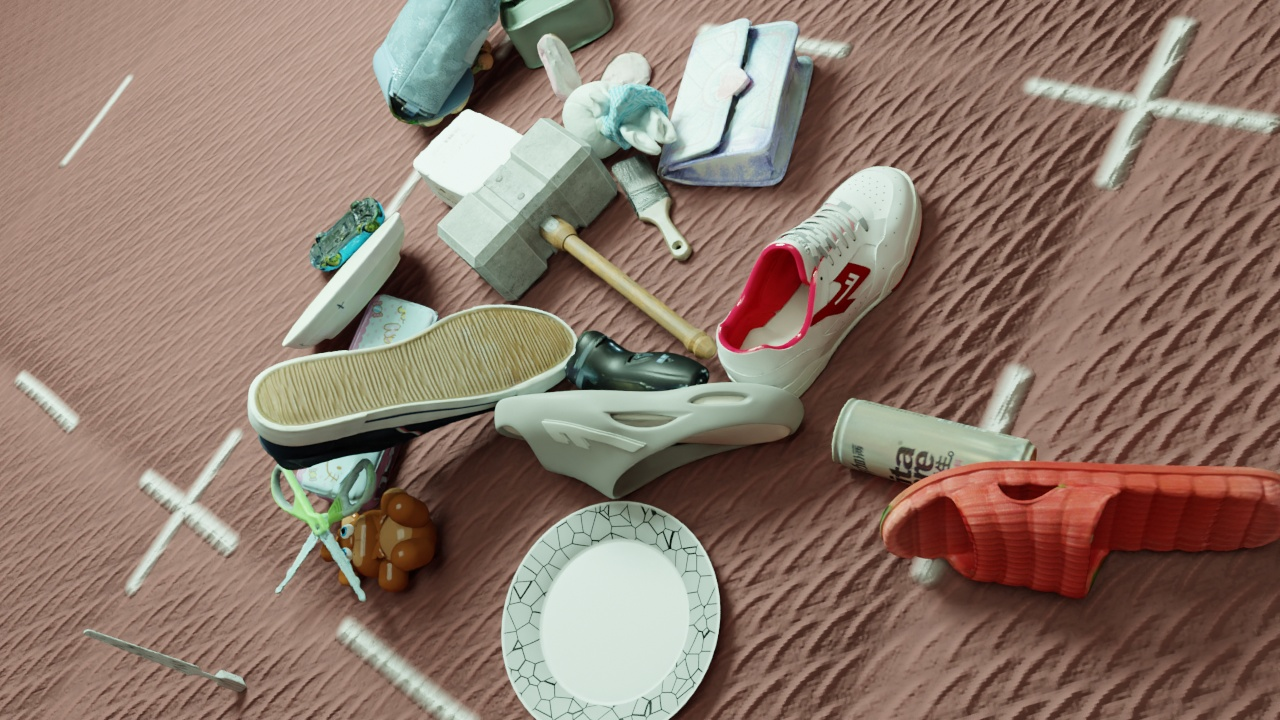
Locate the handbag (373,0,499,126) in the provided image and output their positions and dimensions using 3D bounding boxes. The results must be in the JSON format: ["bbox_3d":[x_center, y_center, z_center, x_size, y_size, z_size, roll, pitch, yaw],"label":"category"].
[{"bbox_3d":[-0.227,-0.365,1.067,0.192,0.118,0.121,-50,43,18],"label":"handbag"}]

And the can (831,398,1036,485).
[{"bbox_3d":[0.214,0.068,0.674,0.136,0.054,0.054,14,71,30],"label":"can"}]

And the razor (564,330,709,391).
[{"bbox_3d":[-0.005,0.005,0.796,0.141,0.064,0.052,4,35,41],"label":"razor"}]

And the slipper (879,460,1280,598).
[{"bbox_3d":[0.281,0.113,0.591,0.249,0.103,0.059,-7,48,20],"label":"slipper"}]

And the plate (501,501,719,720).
[{"bbox_3d":[-0.024,0.206,0.736,0.189,0.016,0.188,-11,60,20],"label":"plate"}]

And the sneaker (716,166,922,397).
[{"bbox_3d":[0.145,-0.080,0.753,0.090,0.104,0.236,35,82,34],"label":"sneaker"}]

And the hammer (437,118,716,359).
[{"bbox_3d":[-0.039,-0.089,0.857,0.162,0.083,0.318,-47,55,-4],"label":"hammer"}]

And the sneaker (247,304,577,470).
[{"bbox_3d":[-0.197,0.034,0.835,0.294,0.127,0.120,-17,56,-25],"label":"sneaker"}]

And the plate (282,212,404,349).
[{"bbox_3d":[-0.303,-0.077,0.966,0.183,0.034,0.182,-41,21,20],"label":"plate"}]

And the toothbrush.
[{"bbox_3d":[-0.404,0.256,0.787,0.010,0.181,0.010,-44,52,-8],"label":"toothbrush"}]

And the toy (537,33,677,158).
[{"bbox_3d":[-0.023,-0.245,0.931,0.205,0.130,0.106,53,137,45],"label":"toy"}]

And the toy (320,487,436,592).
[{"bbox_3d":[-0.243,0.164,0.834,0.128,0.065,0.094,-13,68,24],"label":"toy"}]

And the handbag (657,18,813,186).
[{"bbox_3d":[0.088,-0.250,0.894,0.127,0.069,0.158,6,70,29],"label":"handbag"}]

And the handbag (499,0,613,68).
[{"bbox_3d":[-0.104,-0.415,1.069,0.122,0.067,0.106,-22,56,13],"label":"handbag"}]

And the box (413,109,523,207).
[{"bbox_3d":[-0.171,-0.204,1.011,0.107,0.091,0.102,32,73,29],"label":"box"}]

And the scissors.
[{"bbox_3d":[-0.290,0.150,0.830,0.171,0.021,0.172,45,105,25],"label":"scissors"}]

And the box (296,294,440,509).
[{"bbox_3d":[-0.264,0.041,0.916,0.078,0.065,0.213,11,69,15],"label":"box"}]

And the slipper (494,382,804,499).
[{"bbox_3d":[0.000,0.071,0.752,0.266,0.113,0.080,-4,74,17],"label":"slipper"}]

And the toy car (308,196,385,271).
[{"bbox_3d":[-0.335,-0.142,1.055,0.105,0.032,0.048,-40,55,8],"label":"toy car"}]

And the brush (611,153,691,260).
[{"bbox_3d":[0.013,-0.153,0.909,0.039,0.012,0.151,-31,56,7],"label":"brush"}]
